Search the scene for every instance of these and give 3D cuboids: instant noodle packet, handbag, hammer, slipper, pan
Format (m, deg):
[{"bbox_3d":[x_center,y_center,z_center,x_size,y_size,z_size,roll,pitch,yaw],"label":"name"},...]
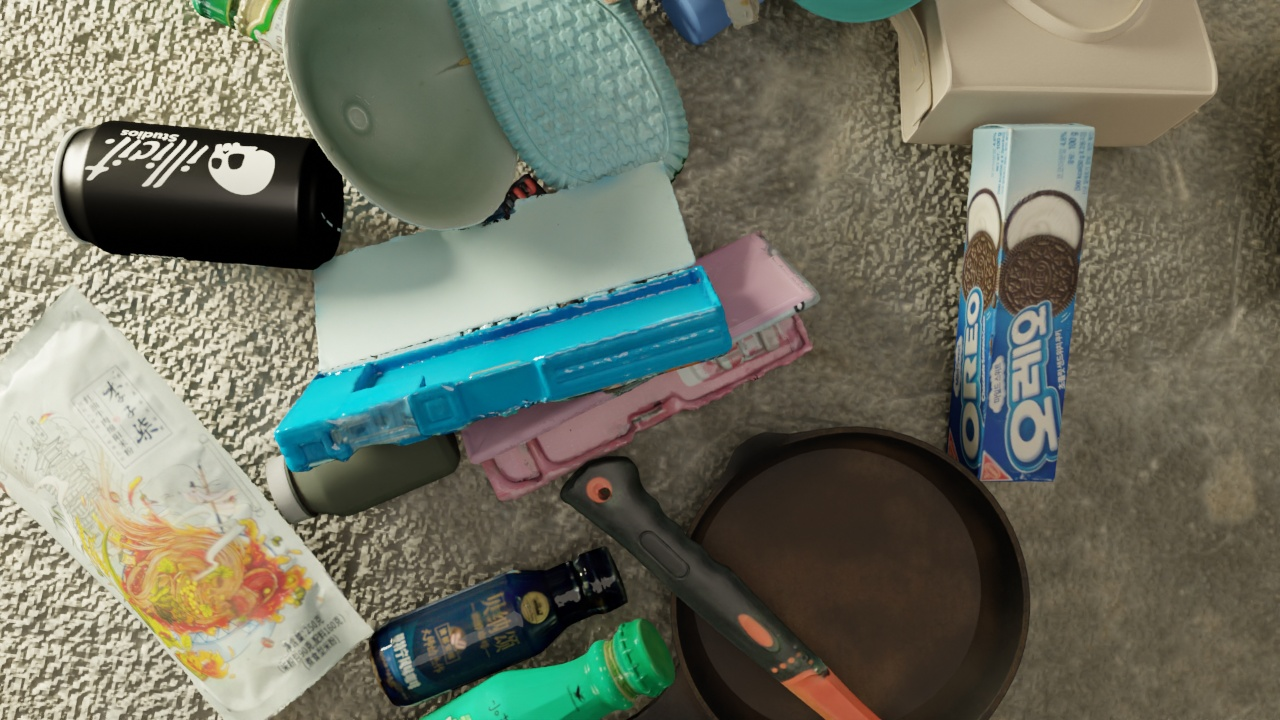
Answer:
[{"bbox_3d":[-0.294,0.101,0.556,0.147,0.057,0.269,-40,94,16],"label":"instant noodle packet"},{"bbox_3d":[0.262,-0.248,0.611,0.194,0.101,0.197,0,77,-5],"label":"handbag"},{"bbox_3d":[0.085,0.179,0.565,0.333,0.033,0.133,43,91,0],"label":"hammer"},{"bbox_3d":[-0.064,-0.225,0.584,0.116,0.069,0.276,-28,106,-1],"label":"slipper"},{"bbox_3d":[0.078,0.189,0.601,0.356,0.043,0.248,-32,91,0],"label":"pan"}]

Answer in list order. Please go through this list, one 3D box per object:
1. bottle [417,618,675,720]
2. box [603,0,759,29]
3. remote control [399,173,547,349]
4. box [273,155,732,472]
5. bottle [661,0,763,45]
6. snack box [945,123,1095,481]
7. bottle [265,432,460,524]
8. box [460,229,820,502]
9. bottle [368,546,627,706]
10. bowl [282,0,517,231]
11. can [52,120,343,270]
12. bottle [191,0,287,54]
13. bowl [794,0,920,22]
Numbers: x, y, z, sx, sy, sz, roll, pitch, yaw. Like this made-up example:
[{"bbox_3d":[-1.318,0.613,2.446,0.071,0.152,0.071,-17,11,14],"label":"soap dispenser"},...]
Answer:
[{"bbox_3d":[-0.078,0.224,0.555,0.210,0.068,0.068,-31,92,8],"label":"bottle"},{"bbox_3d":[0.016,-0.305,0.562,0.108,0.095,0.215,-3,63,14],"label":"box"},{"bbox_3d":[-0.111,-0.062,0.602,0.140,0.021,0.045,-42,91,-9],"label":"remote control"},{"bbox_3d":[-0.080,-0.022,0.544,0.243,0.174,0.064,-16,132,2],"label":"box"},{"bbox_3d":[0.077,-0.265,0.608,0.131,0.048,0.048,-36,92,-5],"label":"bottle"},{"bbox_3d":[0.240,-0.036,0.589,0.059,0.059,0.226,-1,105,-5],"label":"snack box"},{"bbox_3d":[-0.172,0.061,0.574,0.108,0.060,0.060,-22,91,-5],"label":"bottle"},{"bbox_3d":[-0.004,0.001,0.571,0.232,0.098,0.099,-24,92,-5],"label":"box"},{"bbox_3d":[-0.088,0.165,0.582,0.160,0.056,0.056,-21,91,-6],"label":"bottle"},{"bbox_3d":[-0.156,-0.153,0.559,0.068,0.173,0.174,-14,90,34],"label":"bowl"},{"bbox_3d":[-0.262,-0.100,0.558,0.146,0.080,0.080,4,89,-5],"label":"can"},{"bbox_3d":[-0.224,-0.216,0.584,0.110,0.043,0.042,26,87,-6],"label":"bottle"},{"bbox_3d":[0.139,-0.266,0.572,0.121,0.046,0.121,1,94,13],"label":"bowl"}]
